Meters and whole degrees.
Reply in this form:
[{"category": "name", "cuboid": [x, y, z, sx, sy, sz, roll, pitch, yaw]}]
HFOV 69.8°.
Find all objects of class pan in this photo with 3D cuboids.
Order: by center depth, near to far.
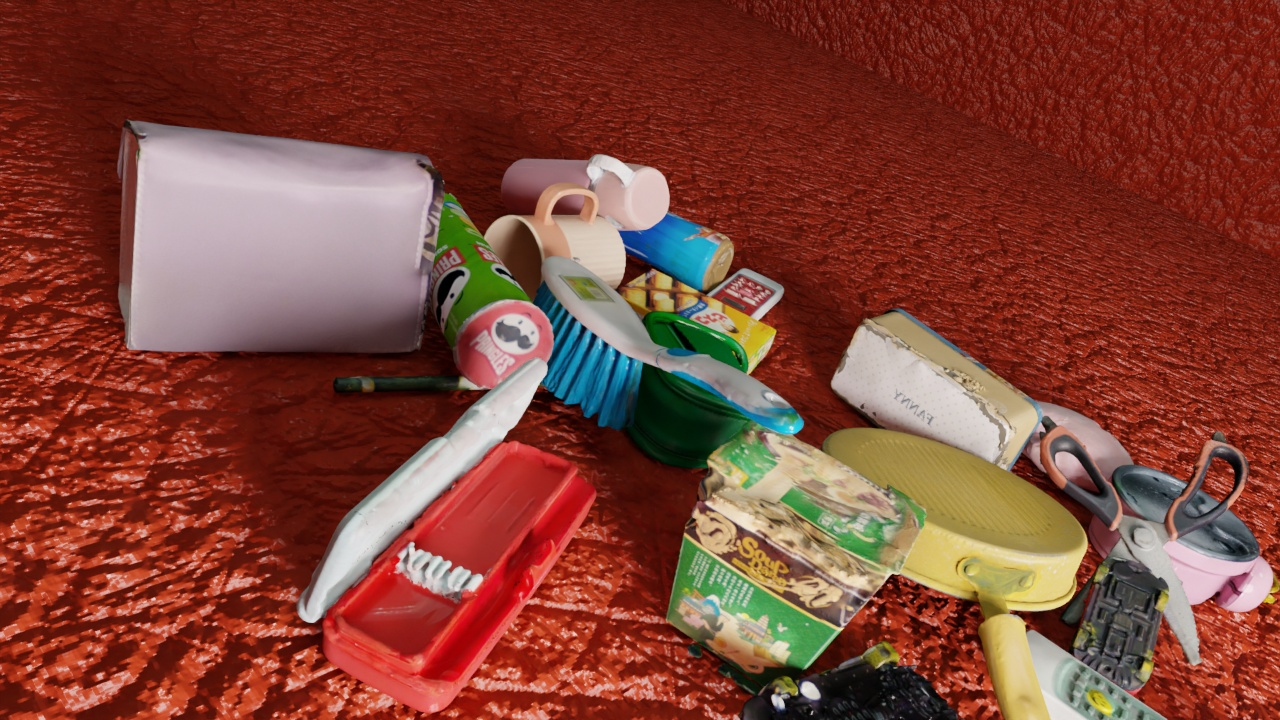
[{"category": "pan", "cuboid": [0.216, 0.148, 0.593, 0.197, 0.078, 0.357, 13, 17, -6]}]

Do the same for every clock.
[{"category": "clock", "cuboid": [0.449, 0.149, 0.755, 0.158, 0.060, 0.117, 15, 28, -5]}]

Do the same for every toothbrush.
[{"category": "toothbrush", "cuboid": [-0.130, 0.014, 0.670, 0.185, 0.017, 0.012, 0, 32, -34]}]

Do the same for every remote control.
[{"category": "remote control", "cuboid": [0.291, 0.222, 0.568, 0.135, 0.019, 0.056, 34, 32, 25]}, {"category": "remote control", "cuboid": [0.106, -0.064, 0.952, 0.056, 0.020, 0.135, 27, 30, 15]}]

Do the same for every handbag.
[{"category": "handbag", "cuboid": [-0.247, -0.084, 0.634, 0.196, 0.145, 0.098, 0, 37, -34]}, {"category": "handbag", "cuboid": [0.045, 0.026, 0.717, 0.120, 0.068, 0.131, 16, 27, -22]}]

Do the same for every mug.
[{"category": "mug", "cuboid": [-0.072, -0.101, 0.807, 0.082, 0.115, 0.105, 36, 30, 31]}]

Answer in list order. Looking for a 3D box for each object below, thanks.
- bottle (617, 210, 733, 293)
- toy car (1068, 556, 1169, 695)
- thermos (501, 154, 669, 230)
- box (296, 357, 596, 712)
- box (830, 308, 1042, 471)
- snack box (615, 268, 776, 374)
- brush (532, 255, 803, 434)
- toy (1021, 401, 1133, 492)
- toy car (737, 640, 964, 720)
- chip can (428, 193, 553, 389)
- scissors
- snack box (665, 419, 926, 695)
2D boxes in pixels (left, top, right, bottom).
[{"category": "bottle", "cuboid": [-0.007, -0.145, 0.974, 0.219, 0.065, 0.065, 30, 30, 18]}, {"category": "toy car", "cuboid": [0.329, 0.180, 0.631, 0.049, 0.031, 0.106, 24, 49, 22]}, {"category": "thermos", "cuboid": [-0.062, -0.168, 0.893, 0.199, 0.067, 0.087, 16, -19, 48]}, {"category": "box", "cuboid": [-0.089, 0.078, 0.498, 0.095, 0.102, 0.200, 24, 29, 10]}, {"category": "box", "cuboid": [0.249, 0.030, 0.806, 0.061, 0.090, 0.184, -13, 46, -39]}, {"category": "snack box", "cuboid": [0.047, -0.033, 0.849, 0.140, 0.034, 0.086, 30, 30, 14]}, {"category": "brush", "cuboid": [-0.004, 0.004, 0.616, 0.060, 0.110, 0.314, 2, 28, -32]}, {"category": "toy", "cuboid": [0.378, 0.074, 0.836, 0.159, 0.054, 0.121, 10, 26, -37]}, {"category": "toy car", "cuboid": [0.112, 0.193, 0.480, 0.157, 0.042, 0.070, 3, 33, -39]}, {"category": "chip can", "cuboid": [-0.142, -0.065, 0.725, 0.072, 0.072, 0.236, 2, 28, -29]}, {"category": "scissors", "cuboid": [0.385, 0.122, 0.697, 0.189, 0.015, 0.222, -11, 49, 0]}, {"category": "snack box", "cuboid": [0.080, 0.116, 0.532, 0.118, 0.106, 0.117, 31, 28, 18]}]
